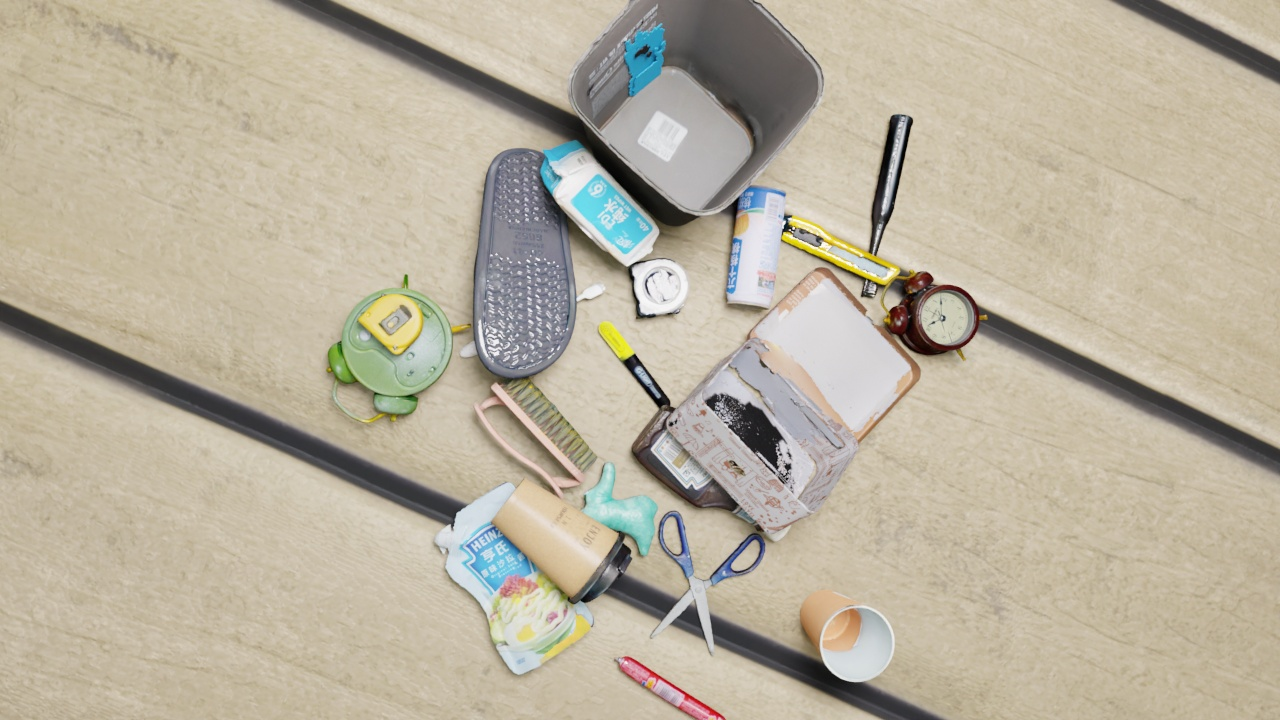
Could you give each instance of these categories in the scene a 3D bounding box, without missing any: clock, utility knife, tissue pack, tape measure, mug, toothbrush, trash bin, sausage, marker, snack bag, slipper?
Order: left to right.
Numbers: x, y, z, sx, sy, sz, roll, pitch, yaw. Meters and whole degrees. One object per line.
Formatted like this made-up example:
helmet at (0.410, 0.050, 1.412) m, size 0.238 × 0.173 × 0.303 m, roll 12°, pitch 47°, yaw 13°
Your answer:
clock at (-0.272, -0.005, 1.002) m, size 0.116 × 0.056 × 0.161 m, roll 39°, pitch 86°, yaw -2°
tape measure at (-0.257, -0.041, 0.961) m, size 0.060 × 0.029 × 0.057 m, roll 44°, pitch 85°, yaw -2°
snack bag at (-0.141, 0.241, 1.015) m, size 0.110 × 0.039 × 0.191 m, roll -32°, pitch 89°, yaw -2°
slipper at (-0.131, -0.101, 1.011) m, size 0.110 × 0.083 × 0.267 m, roll 5°, pitch 71°, yaw -16°
toothbrush at (-0.122, -0.045, 1.036) m, size 0.180 × 0.016 × 0.016 m, roll -26°, pitch 88°, yaw -2°
tissue pack at (-0.046, -0.168, 0.982) m, size 0.063 × 0.090 × 0.140 m, roll -43°, pitch 123°, yaw 8°
marker at (-0.006, 0.006, 1.041) m, size 0.018 × 0.015 × 0.124 m, roll -38°, pitch 93°, yaw 1°
tape measure at (0.022, -0.082, 1.037) m, size 0.066 × 0.033 × 0.066 m, roll -9°, pitch 91°, yaw -2°
sausage at (0.037, 0.376, 1.032) m, size 0.156 × 0.020 × 0.020 m, roll 33°, pitch 86°, yaw -2°
trash bin at (0.044, -0.252, 0.950) m, size 0.198 × 0.220 × 0.199 m, roll 43°, pitch 86°, yaw -3°
utility knife at (0.224, -0.128, 1.051) m, size 0.154 × 0.015 × 0.033 m, roll 25°, pitch 98°, yaw 5°
mug at (0.217, 0.290, 0.995) m, size 0.078 × 0.123 × 0.078 m, roll 0°, pitch 89°, yaw -4°
toothbrush at (0.282, -0.177, 1.062) m, size 0.027 × 0.026 × 0.212 m, roll 11°, pitch 90°, yaw 14°
clock at (0.328, -0.053, 1.046) m, size 0.122 × 0.055 × 0.082 m, roll 29°, pitch 87°, yaw -6°

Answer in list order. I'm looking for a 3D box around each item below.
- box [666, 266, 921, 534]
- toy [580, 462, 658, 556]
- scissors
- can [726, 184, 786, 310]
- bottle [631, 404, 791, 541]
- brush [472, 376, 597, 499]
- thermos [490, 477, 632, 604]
box at (0.175, 0.040, 1.017) m, size 0.178 × 0.107 × 0.271 m, roll 46°, pitch 63°, yaw -2°
toy at (-0.025, 0.165, 1.029) m, size 0.092 × 0.030 × 0.096 m, roll 11°, pitch 85°, yaw -6°
scissors at (0.070, 0.246, 1.042) m, size 0.162 × 0.012 × 0.176 m, roll -24°, pitch 91°, yaw -5°
can at (0.130, -0.126, 1.035) m, size 0.053 × 0.053 × 0.134 m, roll 8°, pitch 88°, yaw -4°
bottle at (0.085, 0.133, 1.030) m, size 0.195 × 0.044 × 0.080 m, roll 37°, pitch 96°, yaw -4°
brush at (-0.114, 0.082, 1.009) m, size 0.073 × 0.063 × 0.145 m, roll -42°, pitch 93°, yaw -8°
thermos at (-0.086, 0.191, 0.983) m, size 0.143 × 0.093 × 0.093 m, roll 38°, pitch 86°, yaw -2°
